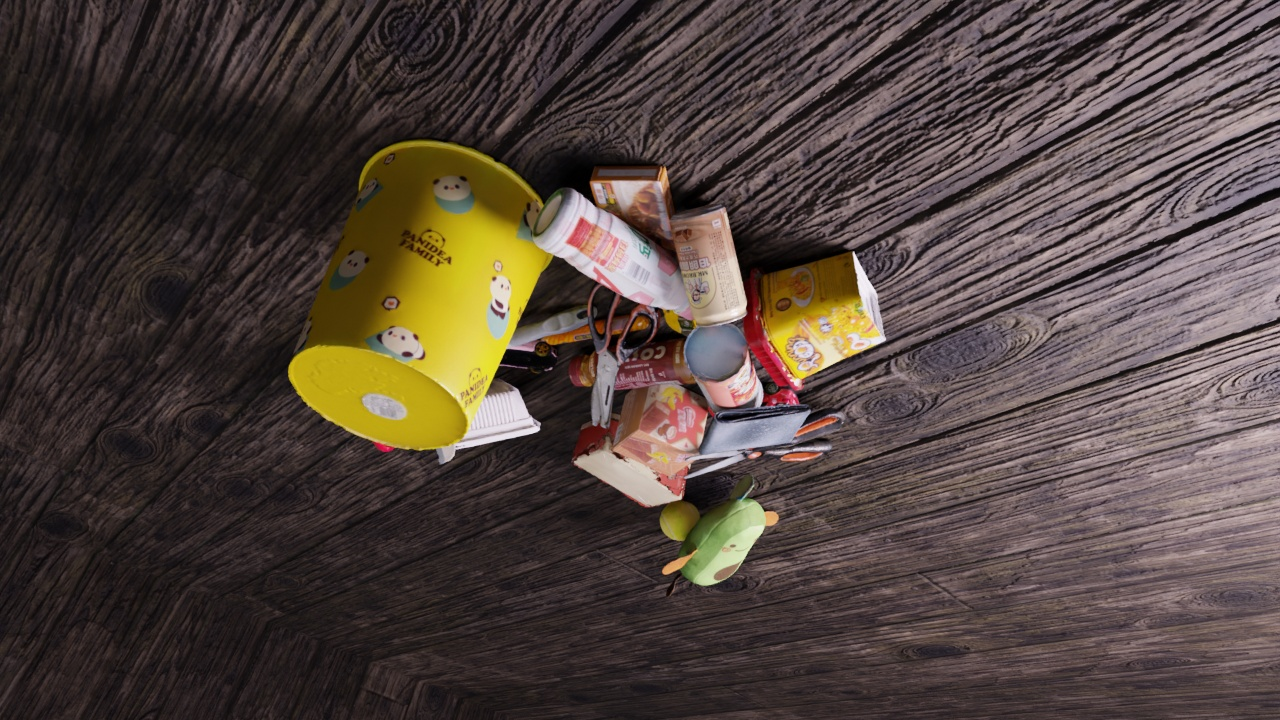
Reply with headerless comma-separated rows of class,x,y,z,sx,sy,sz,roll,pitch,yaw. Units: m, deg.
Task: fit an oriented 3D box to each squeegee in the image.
squeegee,-0.168,-0.026,1.142,0.247,0.246,0.039,-18,179,8

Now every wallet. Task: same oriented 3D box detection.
wallet,0.136,0.083,1.105,0.120,0.019,0.097,-5,153,-11

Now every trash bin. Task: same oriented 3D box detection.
trash bin,-0.230,-0.061,0.967,0.230,0.254,0.230,9,145,6

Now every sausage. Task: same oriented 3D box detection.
sausage,-0.057,-0.039,1.142,0.165,0.021,0.021,-8,140,30

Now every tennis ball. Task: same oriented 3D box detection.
tennis ball,0.064,0.259,1.485,0.065,0.065,0.066,10,146,7

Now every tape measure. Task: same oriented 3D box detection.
tape measure,0.057,-0.051,1.076,0.060,0.028,0.057,1,144,19

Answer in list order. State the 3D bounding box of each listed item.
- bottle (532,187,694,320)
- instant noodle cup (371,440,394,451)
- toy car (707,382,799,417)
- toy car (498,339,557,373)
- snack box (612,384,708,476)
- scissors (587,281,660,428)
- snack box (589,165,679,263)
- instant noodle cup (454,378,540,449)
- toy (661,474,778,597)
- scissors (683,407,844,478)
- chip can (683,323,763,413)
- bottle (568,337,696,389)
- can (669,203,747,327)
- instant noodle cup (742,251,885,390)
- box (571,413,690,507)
bottle,-0.015,-0.103,0.951,0.197,0.068,0.068,28,144,-26
instant noodle cup,-0.392,0.053,1.327,0.124,0.116,0.117,15,148,21
toy car,0.144,0.061,1.193,0.121,0.045,0.053,-4,141,28
toy car,-0.169,-0.014,1.207,0.122,0.037,0.056,8,150,-13
snack box,0.028,0.086,1.226,0.094,0.092,0.077,26,144,-16
scissors,-0.024,-0.002,1.113,0.195,0.015,0.206,-19,113,27
snack box,0.000,-0.141,0.970,0.075,0.026,0.154,4,145,16
instant noodle cup,-0.224,0.066,1.244,0.137,0.060,0.173,-11,-170,-22
toy,0.123,0.284,1.423,0.090,0.226,0.247,53,145,23
scissors,0.171,0.119,1.208,0.221,0.021,0.224,-32,149,29
chip can,0.098,0.017,1.055,0.071,0.071,0.215,5,167,13
bottle,-0.007,0.007,1.156,0.175,0.057,0.057,-6,141,27
can,0.070,-0.097,0.934,0.059,0.058,0.116,-8,104,29
instant noodle cup,0.184,-0.048,0.973,0.124,0.115,0.116,-20,134,24
box,-0.013,0.157,1.355,0.168,0.079,0.092,35,142,-28
